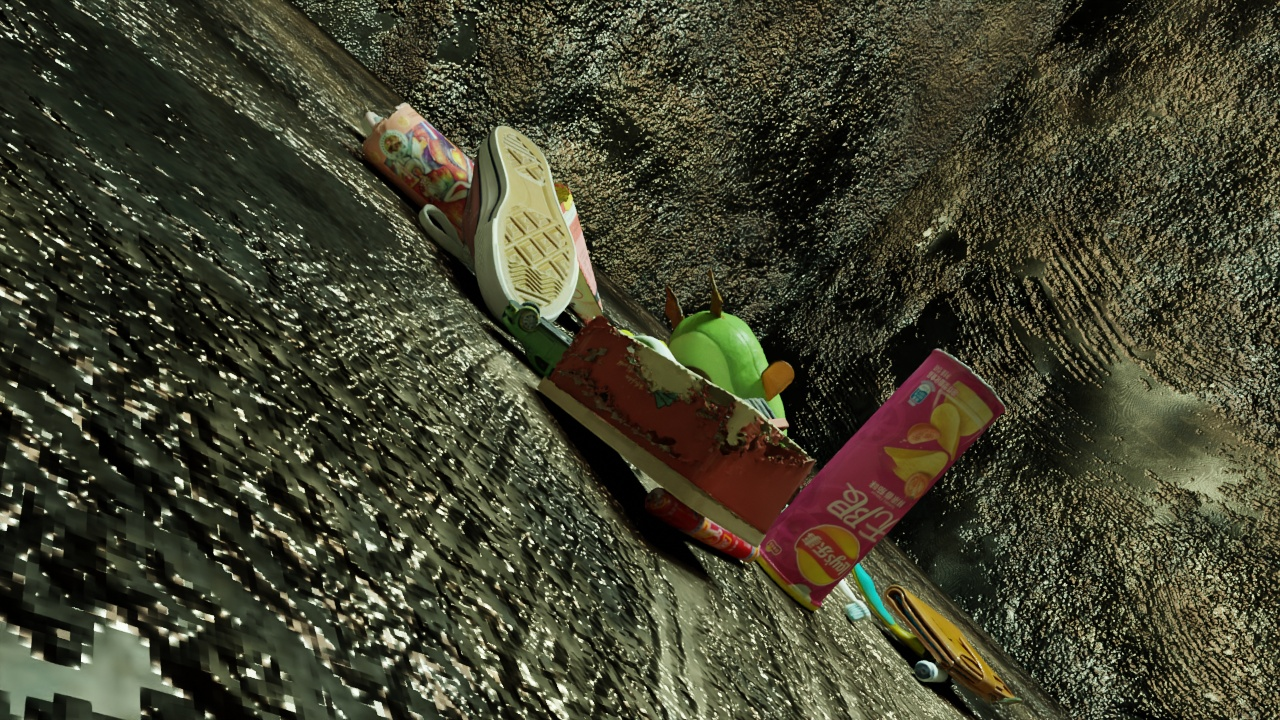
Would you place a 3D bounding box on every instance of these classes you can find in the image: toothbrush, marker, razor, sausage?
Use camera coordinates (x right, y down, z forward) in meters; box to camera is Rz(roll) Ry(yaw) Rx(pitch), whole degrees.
[{"bbox_3d":[0.173,0.191,0.897,0.224,0.027,0.026,-126,-158,-69],"label":"toothbrush"},{"bbox_3d":[0.278,0.296,0.865,0.022,0.018,0.130,56,10,30],"label":"marker"},{"bbox_3d":[0.260,0.260,0.962,0.132,0.028,0.043,49,15,8],"label":"razor"},{"bbox_3d":[0.044,0.109,0.590,0.020,0.020,0.156,46,6,39],"label":"sausage"}]

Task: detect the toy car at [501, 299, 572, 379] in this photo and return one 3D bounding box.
[{"bbox_3d":[-0.063,-0.009,0.660,0.091,0.036,0.043,43,6,-9],"label":"toy car"}]

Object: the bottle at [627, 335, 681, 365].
[{"bbox_3d":[0.038,0.053,0.814,0.197,0.068,0.068,44,2,-46],"label":"bottle"}]

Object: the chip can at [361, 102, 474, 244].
[{"bbox_3d":[-0.167,-0.152,0.894,0.214,0.071,0.071,41,5,-6],"label":"chip can"}]

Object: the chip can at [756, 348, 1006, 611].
[{"bbox_3d":[0.178,0.090,0.699,0.071,0.210,0.071,42,5,-4],"label":"chip can"}]

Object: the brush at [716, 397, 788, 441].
[{"bbox_3d":[0.062,0.070,0.727,0.145,0.063,0.069,3,54,-53],"label":"brush"}]

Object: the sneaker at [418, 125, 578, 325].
[{"bbox_3d":[-0.118,-0.102,0.785,0.118,0.088,0.240,25,36,-34],"label":"sneaker"}]

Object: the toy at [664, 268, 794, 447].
[{"bbox_3d":[0.091,0.024,1.005,0.227,0.089,0.246,-21,-86,61],"label":"toy"}]

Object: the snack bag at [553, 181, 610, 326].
[{"bbox_3d":[-0.080,-0.100,1.029,0.128,0.073,0.208,48,-13,43],"label":"snack bag"}]

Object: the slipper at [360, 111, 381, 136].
[{"bbox_3d":[-0.203,-0.186,1.012,0.274,0.054,0.114,45,4,10],"label":"slipper"}]

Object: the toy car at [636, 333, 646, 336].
[{"bbox_3d":[0.042,0.038,0.944,0.158,0.042,0.070,58,3,-6],"label":"toy car"}]

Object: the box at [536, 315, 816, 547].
[{"bbox_3d":[0.021,0.032,0.565,0.168,0.079,0.091,31,-5,47],"label":"box"}]

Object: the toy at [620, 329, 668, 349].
[{"bbox_3d":[-0.005,0.005,0.847,0.097,0.031,0.100,19,-25,15],"label":"toy"}]

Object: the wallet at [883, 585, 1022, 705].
[{"bbox_3d":[0.305,0.286,0.897,0.130,0.035,0.119,38,7,-36],"label":"wallet"}]
